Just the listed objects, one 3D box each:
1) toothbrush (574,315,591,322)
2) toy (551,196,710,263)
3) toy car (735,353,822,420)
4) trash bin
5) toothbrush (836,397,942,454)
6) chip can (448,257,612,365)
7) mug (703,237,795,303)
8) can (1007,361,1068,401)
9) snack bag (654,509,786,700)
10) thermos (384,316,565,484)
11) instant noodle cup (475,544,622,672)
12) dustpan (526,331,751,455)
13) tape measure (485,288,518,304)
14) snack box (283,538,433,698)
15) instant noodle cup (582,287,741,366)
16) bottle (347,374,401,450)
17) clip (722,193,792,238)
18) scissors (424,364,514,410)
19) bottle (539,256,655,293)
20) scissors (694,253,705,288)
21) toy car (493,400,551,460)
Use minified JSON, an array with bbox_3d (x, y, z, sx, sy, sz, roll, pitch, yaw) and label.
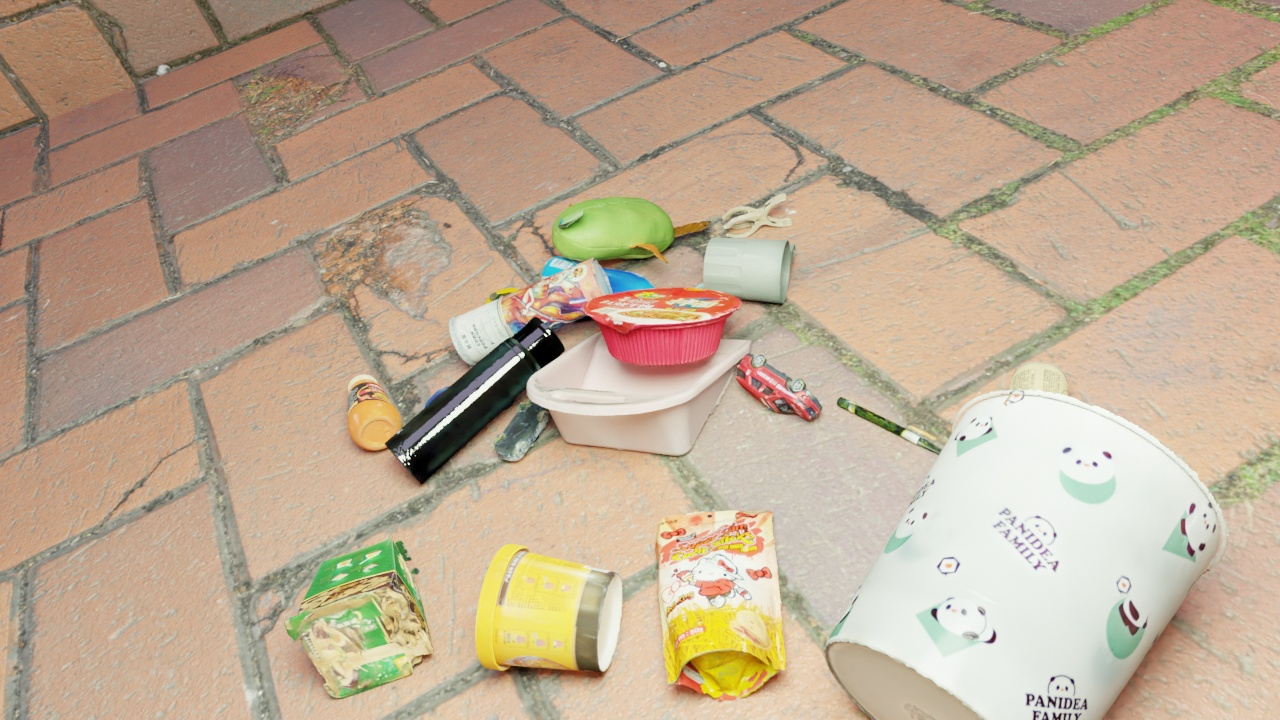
[{"bbox_3d":[-0.157,-0.056,1.308,0.189,0.014,0.016,-6,34,13],"label":"toothbrush"},{"bbox_3d":[-0.029,-0.191,1.334,0.246,0.090,0.227,-12,30,-39],"label":"toy"},{"bbox_3d":[0.160,0.034,1.073,0.045,0.053,0.120,-51,41,-6],"label":"toy car"},{"bbox_3d":[0.293,0.189,0.735,0.230,0.230,0.251,25,61,38],"label":"trash bin"},{"bbox_3d":[0.292,0.079,1.004,0.012,0.017,0.186,-41,46,-22],"label":"toothbrush"},{"bbox_3d":[-0.144,-0.065,1.223,0.215,0.071,0.071,-22,40,11],"label":"chip can"},{"bbox_3d":[0.148,-0.130,1.235,0.103,0.084,0.123,5,29,16],"label":"mug"},{"bbox_3d":[0.412,0.059,0.954,0.059,0.058,0.116,5,45,23],"label":"can"},{"bbox_3d":[0.076,0.223,0.893,0.129,0.073,0.207,-11,34,8],"label":"snack bag"},{"bbox_3d":[-0.200,0.050,1.146,0.242,0.090,0.068,-42,77,-14],"label":"thermos"},{"bbox_3d":[-0.083,0.242,0.879,0.114,0.119,0.118,4,44,12],"label":"instant noodle cup"},{"bbox_3d":[-0.006,0.006,1.092,0.223,0.139,0.272,2,45,21],"label":"dustpan"},{"bbox_3d":[-0.198,-0.083,1.340,0.057,0.029,0.059,1,43,20],"label":"tape measure"},{"bbox_3d":[-0.281,0.255,0.940,0.117,0.118,0.105,-18,28,-3],"label":"snack box"},{"bbox_3d":[0.026,-0.040,1.116,0.194,0.066,0.193,-1,15,0],"label":"instant noodle cup"},{"bbox_3d":[-0.360,0.060,1.215,0.066,0.067,0.149,-26,35,-11],"label":"bottle"},{"bbox_3d":[0.171,-0.209,1.350,0.100,0.070,0.034,-16,39,11],"label":"clip"},{"bbox_3d":[-0.221,0.026,1.240,0.162,0.012,0.175,24,54,38],"label":"scissors"},{"bbox_3d":[-0.040,-0.096,1.274,0.219,0.065,0.065,16,50,31],"label":"bottle"},{"bbox_3d":[0.117,-0.127,1.294,0.133,0.017,0.133,-27,45,-6],"label":"scissors"},{"bbox_3d":[-0.143,0.087,1.128,0.043,0.034,0.090,13,51,27],"label":"toy car"}]
